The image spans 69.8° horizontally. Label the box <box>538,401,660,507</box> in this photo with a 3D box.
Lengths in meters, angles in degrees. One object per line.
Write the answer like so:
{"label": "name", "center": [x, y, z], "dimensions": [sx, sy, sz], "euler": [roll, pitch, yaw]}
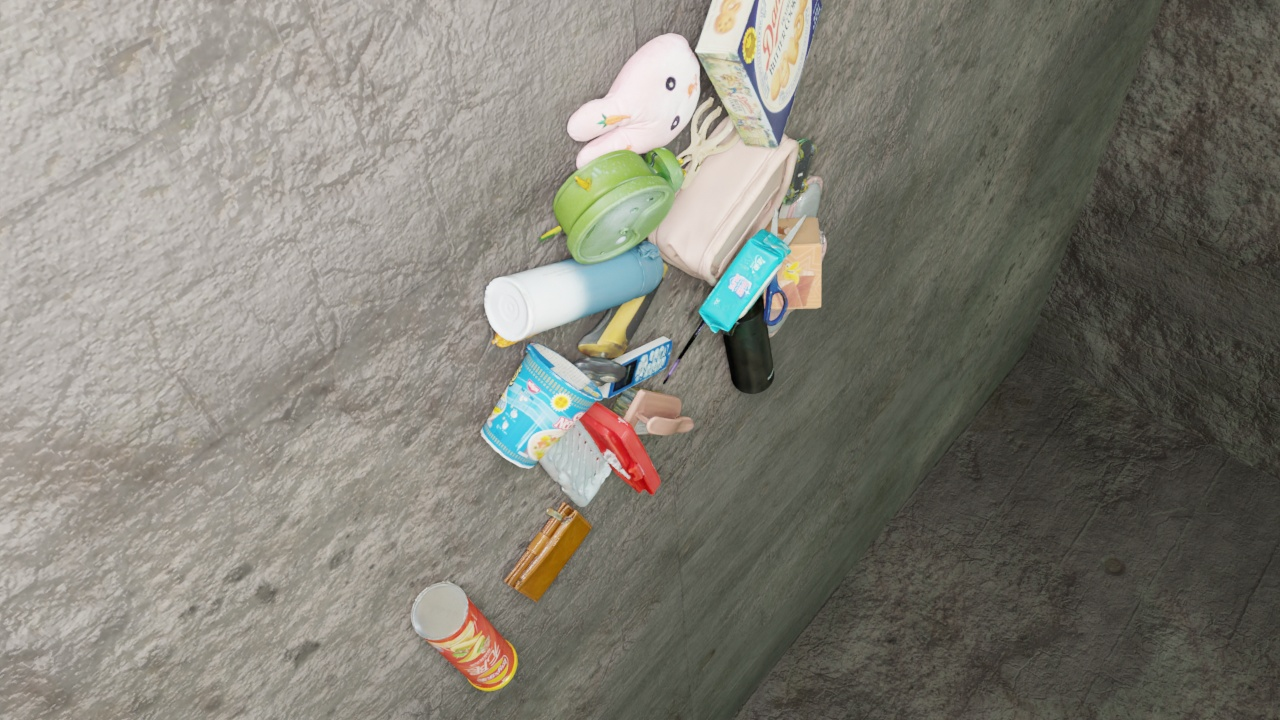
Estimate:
{"label": "box", "center": [-0.048, 0.136, 1.160], "dimensions": [0.100, 0.095, 0.201], "euler": [-52, 153, -15]}

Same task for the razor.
{"label": "razor", "center": [-0.018, -0.044, 1.063], "dimensions": [0.167, 0.068, 0.062], "euler": [-59, 155, -10]}

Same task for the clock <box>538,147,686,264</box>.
{"label": "clock", "center": [-0.017, -0.156, 0.906], "dimensions": [0.160, 0.056, 0.116], "euler": [-21, 162, -39]}

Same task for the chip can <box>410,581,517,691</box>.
{"label": "chip can", "center": [-0.216, 0.346, 1.139], "dimensions": [0.073, 0.073, 0.217], "euler": [-46, 149, -20]}

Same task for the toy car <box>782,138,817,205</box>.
{"label": "toy car", "center": [0.205, -0.253, 1.224], "dimensions": [0.043, 0.036, 0.091], "euler": [-26, 141, -43]}

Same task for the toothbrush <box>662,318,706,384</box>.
{"label": "toothbrush", "center": [0.078, -0.037, 1.236], "dimensions": [0.189, 0.017, 0.014], "euler": [-59, 171, 28]}

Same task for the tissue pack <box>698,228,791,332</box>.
{"label": "tissue pack", "center": [0.127, -0.096, 1.121], "dimensions": [0.134, 0.050, 0.093], "euler": [-55, 175, 22]}

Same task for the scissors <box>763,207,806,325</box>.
{"label": "scissors", "center": [0.167, -0.111, 1.189], "dimensions": [0.162, 0.012, 0.163], "euler": [-36, 127, 6]}

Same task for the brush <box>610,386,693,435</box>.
{"label": "brush", "center": [0.020, 0.074, 1.231], "dimensions": [0.063, 0.073, 0.145], "euler": [-62, 154, 8]}

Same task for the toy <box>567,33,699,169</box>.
{"label": "toy", "center": [-0.002, -0.243, 0.892], "dimensions": [0.159, 0.054, 0.121], "euler": [-41, 152, -14]}

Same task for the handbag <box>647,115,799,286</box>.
{"label": "handbag", "center": [0.114, -0.174, 1.129], "dimensions": [0.193, 0.093, 0.234], "euler": [-54, 161, -2]}

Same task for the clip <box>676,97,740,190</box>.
{"label": "clip", "center": [0.062, -0.249, 1.023], "dimensions": [0.104, 0.086, 0.034], "euler": [-35, 159, 18]}

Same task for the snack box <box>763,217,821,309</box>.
{"label": "snack box", "center": [0.205, -0.132, 1.247], "dimensions": [0.092, 0.077, 0.094], "euler": [-78, 164, -58]}

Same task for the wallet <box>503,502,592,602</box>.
{"label": "wallet", "center": [-0.122, 0.258, 1.233], "dimensions": [0.130, 0.035, 0.119], "euler": [-52, 152, -13]}

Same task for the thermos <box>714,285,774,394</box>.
{"label": "thermos", "center": [0.145, -0.032, 1.323], "dimensions": [0.089, 0.068, 0.243], "euler": [-61, 154, -23]}

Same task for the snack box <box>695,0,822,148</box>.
{"label": "snack box", "center": [0.128, -0.343, 0.947], "dimensions": [0.182, 0.046, 0.177], "euler": [38, 68, -63]}

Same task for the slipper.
{"label": "slipper", "center": [0.228, -0.144, 1.354], "dimensions": [0.113, 0.054, 0.275], "euler": [-31, 142, -40]}

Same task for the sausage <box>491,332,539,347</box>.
{"label": "sausage", "center": [-0.096, -0.046, 0.975], "dimensions": [0.164, 0.021, 0.021], "euler": [-26, 140, -43]}

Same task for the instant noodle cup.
{"label": "instant noodle cup", "center": [-0.112, 0.052, 0.985], "dimensions": [0.110, 0.099, 0.099], "euler": [-53, 153, 9]}

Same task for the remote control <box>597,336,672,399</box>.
{"label": "remote control", "center": [-0.007, 0.007, 1.168], "dimensions": [0.124, 0.024, 0.049], "euler": [-27, 140, -46]}

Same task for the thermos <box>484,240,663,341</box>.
{"label": "thermos", "center": [-0.060, -0.078, 0.953], "dimensions": [0.219, 0.070, 0.070], "euler": [-24, 138, -47]}
